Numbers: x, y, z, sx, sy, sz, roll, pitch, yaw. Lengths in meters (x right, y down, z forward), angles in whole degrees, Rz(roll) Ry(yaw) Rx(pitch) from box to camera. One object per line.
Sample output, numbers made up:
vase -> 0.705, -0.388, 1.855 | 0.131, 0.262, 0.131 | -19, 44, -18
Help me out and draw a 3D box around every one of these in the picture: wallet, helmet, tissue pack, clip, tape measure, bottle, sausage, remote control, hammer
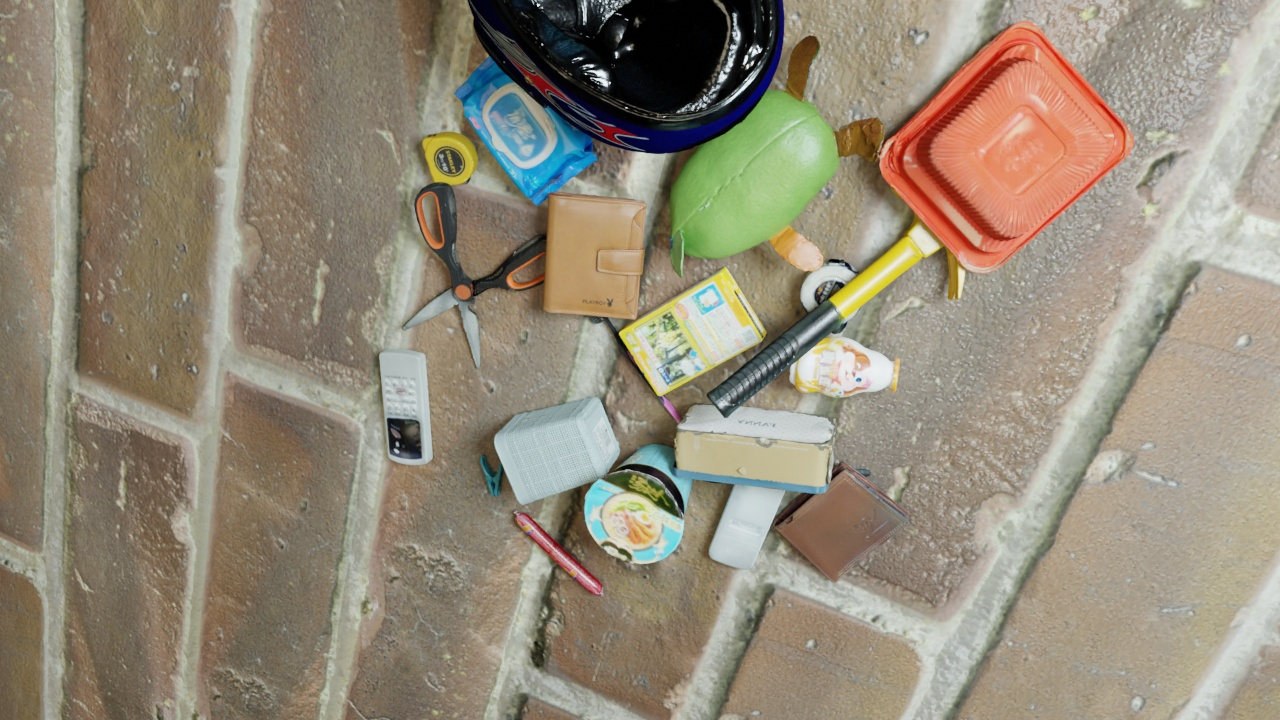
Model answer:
wallet -> 0.222, 0.182, 1.021 | 0.101, 0.032, 0.125 | 39, 118, -7
helmet -> -0.009, -0.312, 0.806 | 0.247, 0.240, 0.315 | -38, 84, 5
tissue pack -> -0.124, -0.251, 0.970 | 0.095, 0.052, 0.157 | -34, 96, 24
clip -> -0.183, 0.144, 1.145 | 0.034, 0.013, 0.054 | 5, 108, 16
tape measure -> -0.209, -0.225, 1.017 | 0.057, 0.028, 0.060 | -3, 124, 15
bottle -> 0.211, 0.008, 0.949 | 0.108, 0.063, 0.063 | 8, 110, 14
sausage -> -0.103, 0.243, 1.151 | 0.156, 0.020, 0.020 | 43, 115, 0
remote control -> -0.293, 0.059, 1.146 | 0.058, 0.021, 0.150 | 5, 109, 16
hammer -> 0.191, -0.048, 0.903 | 0.301, 0.033, 0.129 | -39, 92, 4
tape measure -> 0.198, -0.070, 0.943 | 0.066, 0.033, 0.066 | 39, 113, -1
wallet -> -0.050, -0.112, 0.993 | 0.108, 0.031, 0.132 | 6, 111, 0
remote control -> 0.122, 0.181, 1.052 | 0.056, 0.020, 0.136 | 17, 119, 1

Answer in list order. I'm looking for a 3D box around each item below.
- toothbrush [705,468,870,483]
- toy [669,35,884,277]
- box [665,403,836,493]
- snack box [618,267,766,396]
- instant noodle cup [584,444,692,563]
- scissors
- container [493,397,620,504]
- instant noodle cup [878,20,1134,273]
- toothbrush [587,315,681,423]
toothbrush -> 0.162, 0.128, 1.035 | 0.190, 0.016, 0.014 | -4, 105, 15
toy -> 0.115, -0.186, 0.898 | 0.247, 0.089, 0.227 | -39, 74, 31
box -> 0.118, 0.092, 0.994 | 0.184, 0.089, 0.062 | 4, 110, 18
snack box -> 0.056, -0.030, 1.002 | 0.141, 0.033, 0.087 | -30, 97, 22
instant noodle cup -> 0.007, 0.151, 1.030 | 0.111, 0.120, 0.111 | 5, 108, 14
scissors -> -0.193, -0.099, 1.056 | 0.221, 0.021, 0.235 | -10, 113, 16
container -> -0.093, 0.101, 1.062 | 0.112, 0.089, 0.090 | -17, 103, 19
instant noodle cup -> 0.329, -0.187, 0.826 | 0.164, 0.079, 0.189 | 44, 105, -4
toothbrush -> -0.006, 0.006, 1.044 | 0.018, 0.014, 0.189 | -33, 97, 34
